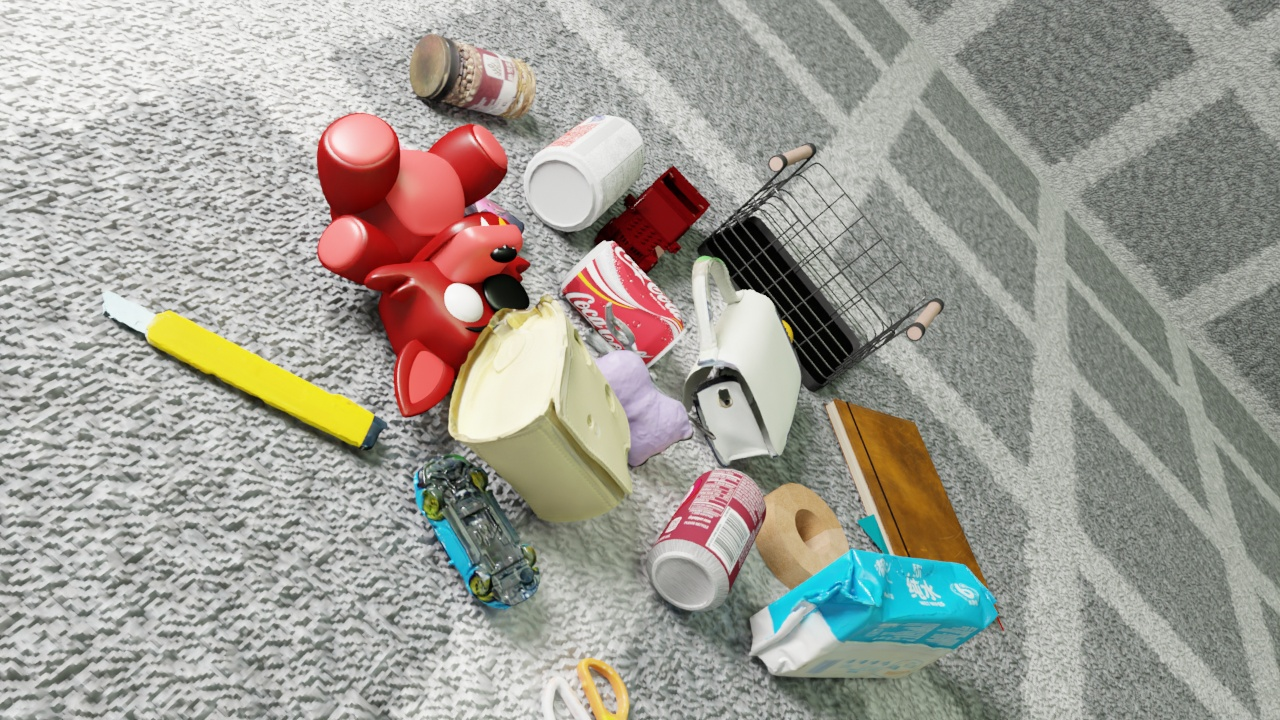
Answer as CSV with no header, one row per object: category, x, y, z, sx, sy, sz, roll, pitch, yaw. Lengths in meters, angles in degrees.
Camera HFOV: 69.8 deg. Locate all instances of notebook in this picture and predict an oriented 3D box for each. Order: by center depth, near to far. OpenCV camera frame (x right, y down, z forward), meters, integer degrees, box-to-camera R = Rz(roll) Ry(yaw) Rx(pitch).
notebook,0.282,0.160,0.963,0.178,0.014,0.249,16,47,-39

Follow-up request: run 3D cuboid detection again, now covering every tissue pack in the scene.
tissue pack,0.182,0.204,0.726,0.209,0.117,0.066,14,42,-40

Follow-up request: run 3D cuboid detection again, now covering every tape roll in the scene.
tape roll,0.141,0.155,0.802,0.094,0.027,0.093,28,40,-27

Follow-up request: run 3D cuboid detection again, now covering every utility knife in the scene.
utility knife,-0.232,0.006,0.545,0.175,0.017,0.030,34,33,-22

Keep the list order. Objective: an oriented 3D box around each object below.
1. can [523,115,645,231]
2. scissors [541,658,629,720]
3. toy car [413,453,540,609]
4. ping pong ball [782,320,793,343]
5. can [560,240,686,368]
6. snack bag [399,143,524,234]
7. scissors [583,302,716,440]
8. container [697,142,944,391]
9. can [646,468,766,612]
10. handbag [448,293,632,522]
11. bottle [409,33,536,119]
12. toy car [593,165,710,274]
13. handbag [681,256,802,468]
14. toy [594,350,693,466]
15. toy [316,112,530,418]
can,-0.049,-0.180,0.865,0.078,0.078,0.135,44,35,-7
scissors,-0.019,0.247,0.556,0.073,0.013,0.131,-2,58,-47
toy car,-0.105,0.109,0.573,0.105,0.032,0.048,54,34,10
ping pong ball,0.139,-0.024,0.957,0.040,0.040,0.040,28,40,-27
can,-0.014,-0.047,0.791,0.105,0.064,0.064,47,35,-4
snack bag,-0.165,-0.126,0.743,0.155,0.018,0.074,30,40,-22
scissors,0.002,0.007,0.733,0.141,0.014,0.172,36,-16,25
container,0.199,-0.102,1.017,0.241,0.131,0.162,52,35,3
can,0.052,0.133,0.695,0.063,0.063,0.113,47,35,-3
handbag,-0.061,0.032,0.610,0.119,0.081,0.111,56,29,-46
bottle,-0.153,-0.259,0.845,0.105,0.056,0.056,0,57,-47
toy car,0.020,-0.144,0.921,0.070,0.062,0.169,45,35,-5
handbag,0.076,-0.012,0.821,0.176,0.074,0.150,65,28,-24
toy,-0.013,0.039,0.711,0.100,0.080,0.036,54,16,-25
toy,-0.137,-0.067,0.640,0.158,0.121,0.197,-13,76,-55
